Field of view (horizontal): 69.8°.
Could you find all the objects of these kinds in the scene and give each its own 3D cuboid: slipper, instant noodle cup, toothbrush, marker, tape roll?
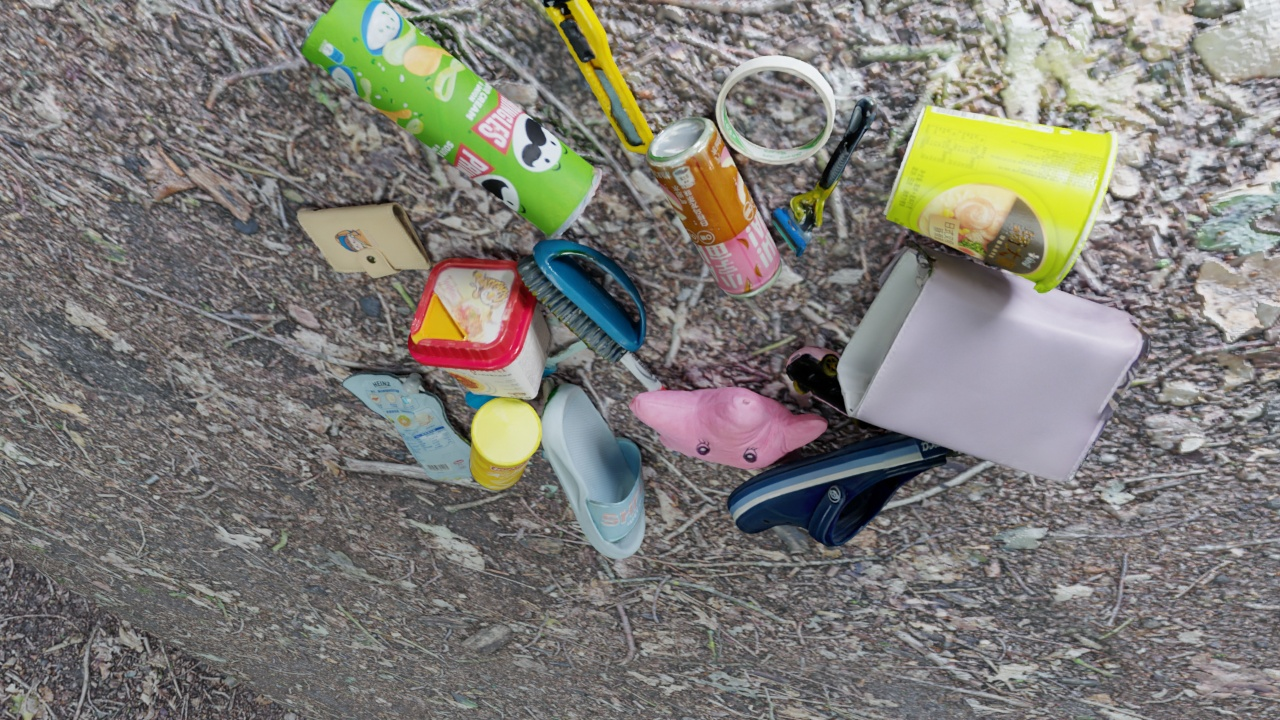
[{"bbox_3d":[-0.038,0.124,1.039,0.074,0.103,0.245,-3,131,27],"label":"slipper"},{"bbox_3d":[-0.146,-0.024,0.895,0.116,0.116,0.124,4,152,18],"label":"instant noodle cup"},{"bbox_3d":[-0.107,0.072,1.063,0.017,0.016,0.188,22,147,11],"label":"toothbrush"},{"bbox_3d":[-0.006,0.005,0.942,0.017,0.017,0.145,-14,132,36],"label":"marker"},{"bbox_3d":[0.098,-0.180,0.666,0.086,0.013,0.086,12,142,9],"label":"tape roll"},{"bbox_3d":[0.200,0.134,0.915,0.105,0.095,0.254,-1,159,-41],"label":"slipper"},{"bbox_3d":[0.235,-0.117,0.622,0.123,0.111,0.112,20,144,12],"label":"instant noodle cup"}]

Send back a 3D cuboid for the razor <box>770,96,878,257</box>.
[{"bbox_3d":[0.143,-0.142,0.692,0.042,0.022,0.143,57,146,23],"label":"razor"}]

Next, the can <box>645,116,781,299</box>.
[{"bbox_3d":[0.060,-0.118,0.724,0.058,0.057,0.147,-8,136,31],"label":"can"}]

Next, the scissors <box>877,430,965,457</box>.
[{"bbox_3d":[0.247,0.022,0.852,0.153,0.021,0.234,-18,130,39],"label":"scissors"}]

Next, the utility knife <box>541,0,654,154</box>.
[{"bbox_3d":[-0.027,-0.211,0.678,0.033,0.015,0.156,-5,137,32],"label":"utility knife"}]

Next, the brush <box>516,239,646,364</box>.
[{"bbox_3d":[-0.044,-0.061,0.847,0.074,0.055,0.144,-36,120,22],"label":"brush"}]

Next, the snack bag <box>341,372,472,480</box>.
[{"bbox_3d":[-0.274,0.079,1.131,0.110,0.038,0.191,2,139,29],"label":"snack bag"}]

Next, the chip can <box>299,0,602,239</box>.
[{"bbox_3d":[-0.142,-0.190,0.709,0.236,0.072,0.072,35,140,-21],"label":"chip can"}]

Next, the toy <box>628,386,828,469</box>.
[{"bbox_3d":[0.084,0.063,0.920,0.194,0.074,0.179,9,158,2],"label":"toy"}]

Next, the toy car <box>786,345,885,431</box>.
[{"bbox_3d":[0.194,0.024,0.862,0.122,0.037,0.056,31,148,-11],"label":"toy car"}]

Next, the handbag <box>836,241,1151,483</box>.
[{"bbox_3d":[0.277,-0.002,0.735,0.197,0.098,0.145,17,124,-8],"label":"handbag"}]

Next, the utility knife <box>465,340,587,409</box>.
[{"bbox_3d":[-0.119,0.014,0.999,0.034,0.018,0.226,22,147,-39],"label":"utility knife"}]

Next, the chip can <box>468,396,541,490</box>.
[{"bbox_3d":[-0.156,0.099,1.024,0.072,0.072,0.214,22,161,-5],"label":"chip can"}]

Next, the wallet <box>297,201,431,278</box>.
[{"bbox_3d":[-0.267,-0.115,0.896,0.115,0.024,0.087,-1,140,23],"label":"wallet"}]
